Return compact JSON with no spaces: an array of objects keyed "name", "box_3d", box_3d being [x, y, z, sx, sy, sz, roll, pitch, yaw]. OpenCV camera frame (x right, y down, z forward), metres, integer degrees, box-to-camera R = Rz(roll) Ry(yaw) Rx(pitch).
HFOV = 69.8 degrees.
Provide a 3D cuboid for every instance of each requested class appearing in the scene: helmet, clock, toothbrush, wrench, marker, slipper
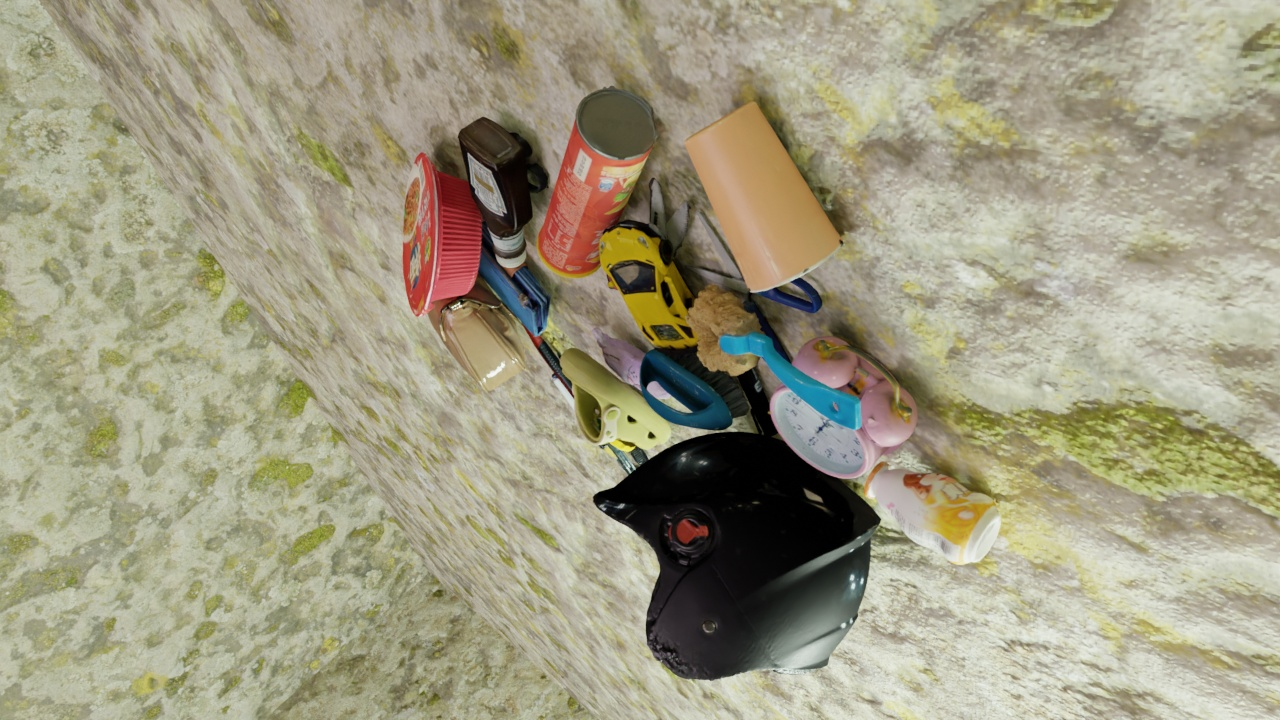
[{"name":"helmet","box_3d":[0.094,0.179,0.899,0.275,0.230,0.233,40,179,11]},{"name":"clock","box_3d":[0.171,0.037,0.772,0.117,0.059,0.159,42,152,13]},{"name":"toothbrush","box_3d":[-0.053,0.065,1.225,0.189,0.017,0.014,50,161,0]},{"name":"wrench","box_3d":[-0.079,0.055,1.239,0.273,0.016,0.056,56,169,-16]},{"name":"marker","box_3d":[-0.084,0.069,1.279,0.131,0.018,0.023,57,163,-17]},{"name":"slipper","box_3d":[-0.042,0.056,1.070,0.091,0.081,0.190,41,178,44]},{"name":"marker","box_3d":[0.106,0.021,0.901,0.022,0.020,0.132,-13,122,23]}]

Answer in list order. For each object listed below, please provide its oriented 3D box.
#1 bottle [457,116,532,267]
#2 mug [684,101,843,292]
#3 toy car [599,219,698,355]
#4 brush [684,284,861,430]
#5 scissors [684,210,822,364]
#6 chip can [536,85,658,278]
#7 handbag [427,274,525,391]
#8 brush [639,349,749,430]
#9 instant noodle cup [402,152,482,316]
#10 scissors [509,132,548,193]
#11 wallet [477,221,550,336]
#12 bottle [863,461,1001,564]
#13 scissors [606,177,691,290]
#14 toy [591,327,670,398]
[{"name":"bottle","box_3d":[-0.149,-0.170,0.987,0.080,0.044,0.195,42,158,20]},{"name":"mug","box_3d":[0.087,-0.122,0.673,0.078,0.078,0.123,-7,115,61]},{"name":"toy car","box_3d":[0.011,-0.066,0.858,0.071,0.041,0.156,-1,138,31]},{"name":"brush","box_3d":[0.103,-0.001,0.747,0.254,0.045,0.083,-138,37,-62]},{"name":"scissors","box_3d":[0.099,-0.060,0.807,0.173,0.012,0.163,58,157,-16]},{"name":"chip can","box_3d":[-0.045,-0.153,0.836,0.073,0.073,0.217,46,155,6]},{"name":"handbag","box_3d":[-0.220,-0.053,1.214,0.148,0.099,0.204,59,172,-34]},{"name":"brush","box_3d":[0.044,0.030,0.932,0.144,0.073,0.055,37,154,50]},{"name":"instant noodle cup","box_3d":[-0.234,-0.147,1.087,0.194,0.065,0.194,179,90,-66]},{"name":"scissors","box_3d":[-0.157,-0.217,1.003,0.174,0.014,0.137,36,154,30]},{"name":"wallet","box_3d":[-0.162,-0.100,1.141,0.133,0.040,0.106,48,161,11]},{"name":"bottle","box_3d":[0.243,0.124,0.774,0.108,0.063,0.063,28,148,37]},{"name":"scissors","box_3d":[0.010,-0.096,0.893,0.216,0.015,0.196,13,137,53]},{"name":"toy","box_3d":[-0.006,0.006,1.034,0.108,0.039,0.084,35,167,28]}]
